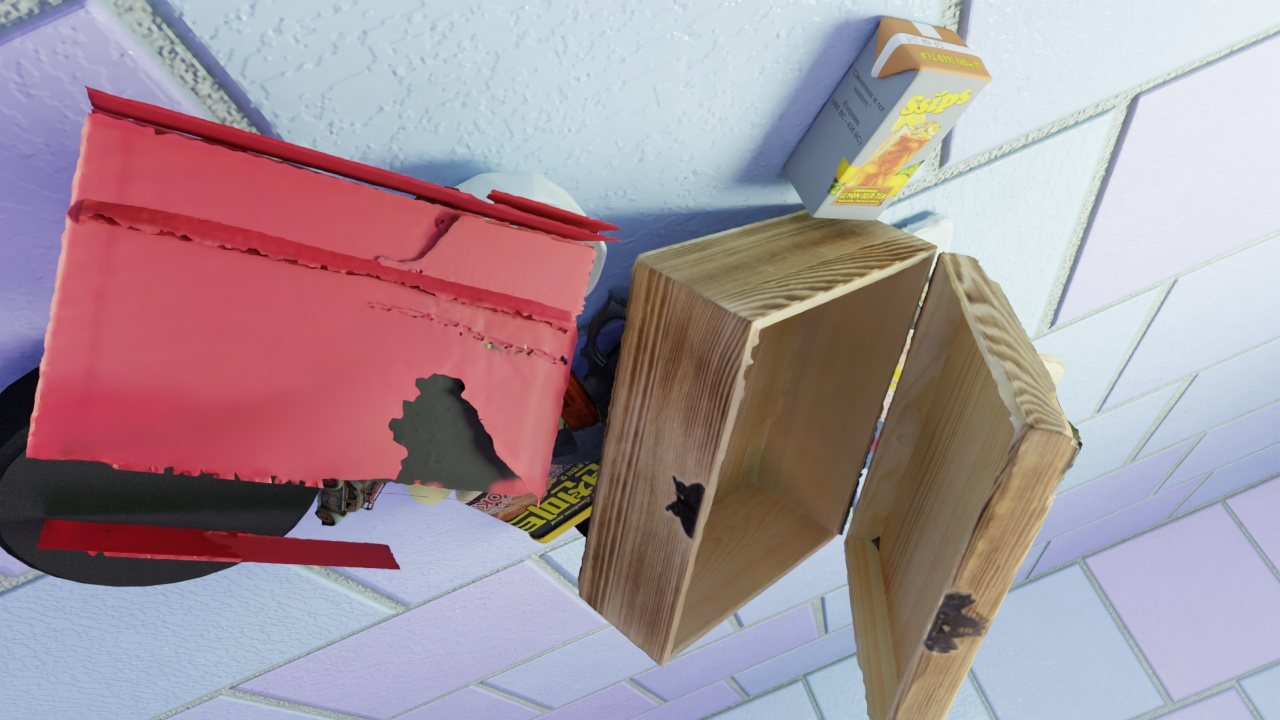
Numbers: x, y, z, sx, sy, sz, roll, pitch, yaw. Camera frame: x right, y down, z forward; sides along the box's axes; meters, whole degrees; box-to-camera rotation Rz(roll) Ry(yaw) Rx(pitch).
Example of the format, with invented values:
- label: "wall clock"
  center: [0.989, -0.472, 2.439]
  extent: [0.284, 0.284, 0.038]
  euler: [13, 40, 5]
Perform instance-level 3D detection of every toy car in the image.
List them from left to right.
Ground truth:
- label: "toy car"
  center: [-0.227, 0.097, 0.726]
  extent: [0.047, 0.047, 0.112]
  euler: [25, 140, -1]

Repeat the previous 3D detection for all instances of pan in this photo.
- label: "pan"
  center: [-0.239, 0.067, 0.620]
  extent: [0.355, 0.044, 0.205]
  euler: [-5, 135, -26]

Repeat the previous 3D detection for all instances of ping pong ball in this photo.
- label: "ping pong ball"
  center: [-0.181, 0.104, 0.790]
  extent: [0.040, 0.040, 0.040]
  euler: [-17, 150, -10]

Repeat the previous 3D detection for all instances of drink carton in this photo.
- label: "drink carton"
  center: [0.155, -0.152, 0.593]
  extent: [0.076, 0.048, 0.125]
  euler: [-3, 145, -31]

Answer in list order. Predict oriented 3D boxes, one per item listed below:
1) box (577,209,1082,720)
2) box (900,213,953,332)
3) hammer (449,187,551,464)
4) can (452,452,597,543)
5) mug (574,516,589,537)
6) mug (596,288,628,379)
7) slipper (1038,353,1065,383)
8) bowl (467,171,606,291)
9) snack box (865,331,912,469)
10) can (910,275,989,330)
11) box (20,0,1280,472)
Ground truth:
- label: "box"
  center: [0.151, 0.074, 0.630]
  extent: [0.268, 0.264, 0.280]
  euler: [-23, 133, -44]
- label: "box"
  center: [0.189, -0.036, 0.825]
  extent: [0.190, 0.037, 0.209]
  euler: [-20, 151, 0]
- label: "hammer"
  center: [-0.065, -0.005, 0.571]
  extent: [0.111, 0.028, 0.301]
  euler: [-19, 149, 5]
- label: "can"
  center: [-0.080, 0.086, 0.781]
  extent: [0.131, 0.072, 0.101]
  euler: [-36, 133, 22]
- label: "mug"
  center: [-0.021, 0.130, 0.886]
  extent: [0.119, 0.084, 0.100]
  euler: [-11, 143, 29]
- label: "mug"
  center: [-0.004, 0.004, 0.725]
  extent: [0.115, 0.079, 0.107]
  euler: [29, 125, -23]
- label: "slipper"
  center: [0.295, 0.018, 0.946]
  extent: [0.111, 0.079, 0.262]
  euler: [9, 156, -39]
- label: "bowl"
  center: [-0.085, -0.070, 0.550]
  extent: [0.117, 0.061, 0.118]
  euler: [-17, 151, -10]
- label: "snack box"
  center: [0.228, 0.038, 0.842]
  extent: [0.094, 0.079, 0.093]
  euler: [-41, 156, -22]
- label: "can"
  center: [0.264, -0.053, 0.798]
  extent: [0.079, 0.038, 0.038]
  euler: [-16, 150, -22]
- label: "box"
  center: [-0.067, -0.042, 0.296]
  extent: [0.214, 0.138, 0.469]
  euler: [12, 162, -30]
